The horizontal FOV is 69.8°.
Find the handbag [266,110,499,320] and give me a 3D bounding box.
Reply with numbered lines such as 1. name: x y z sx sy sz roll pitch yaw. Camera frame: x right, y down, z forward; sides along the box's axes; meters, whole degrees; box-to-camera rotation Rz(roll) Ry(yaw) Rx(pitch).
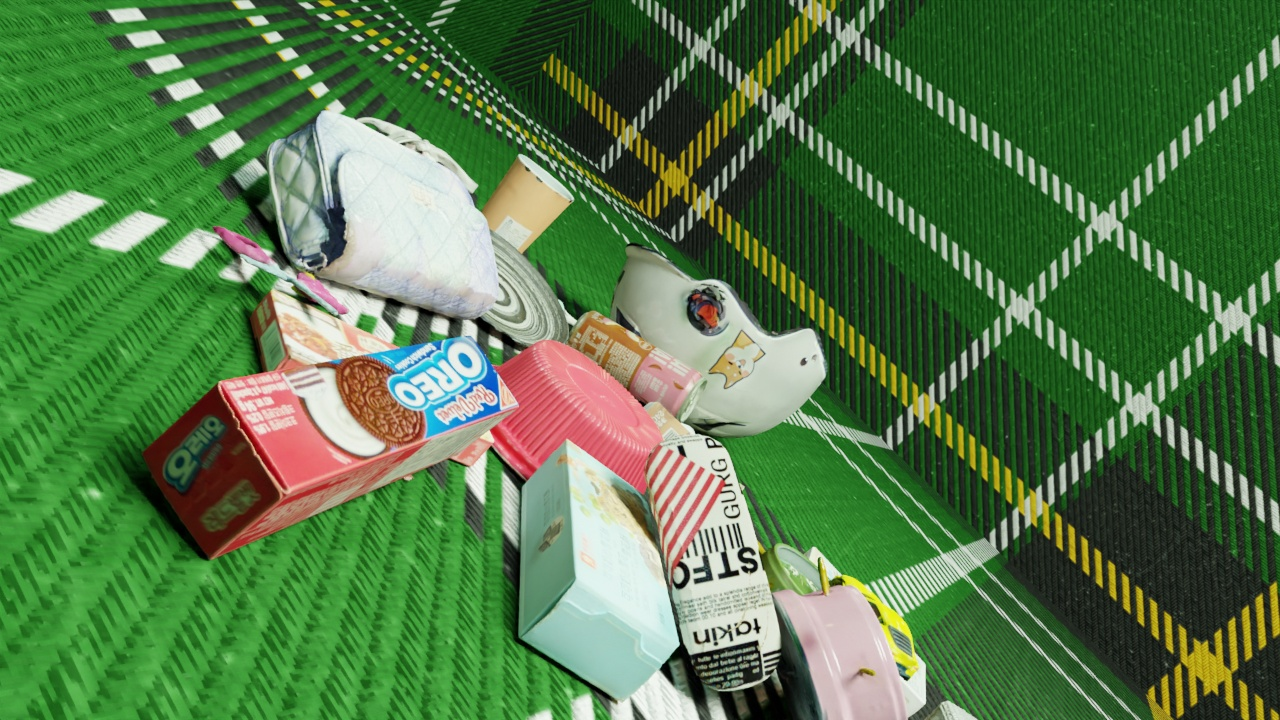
1. handbag: -0.200 -0.112 0.741 0.193 0.076 0.134 15 56 -62

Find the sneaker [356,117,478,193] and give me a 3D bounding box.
1. sneaker: -0.236 -0.181 0.895 0.118 0.088 0.240 41 12 -1

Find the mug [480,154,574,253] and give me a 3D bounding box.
1. mug: -0.142 -0.158 1.028 0.078 0.123 0.078 39 12 -10

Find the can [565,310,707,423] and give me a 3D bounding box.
1. can: -0.006 0.006 0.963 0.147 0.058 0.057 31 9 13

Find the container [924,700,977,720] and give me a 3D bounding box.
1. container: 0.239 0.315 0.643 0.114 0.090 0.090 38 12 -3

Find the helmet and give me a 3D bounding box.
1. helmet: 0.069 -0.004 1.064 0.274 0.157 0.230 29 -4 -6

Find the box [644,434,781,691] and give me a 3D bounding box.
1. box: 0.047 0.133 0.608 0.083 0.075 0.163 112 -37 -67

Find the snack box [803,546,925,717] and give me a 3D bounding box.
1. snack box: 0.205 0.253 0.865 0.157 0.027 0.084 46 17 7

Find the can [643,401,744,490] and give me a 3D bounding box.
1. can: 0.035 0.095 0.840 0.116 0.058 0.058 43 12 8

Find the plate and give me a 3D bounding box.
1. plate: -0.145 -0.074 0.920 0.179 0.024 0.179 40 23 -22

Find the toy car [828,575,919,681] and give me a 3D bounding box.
1. toy car: 0.184 0.203 0.719 0.048 0.032 0.105 36 12 -25

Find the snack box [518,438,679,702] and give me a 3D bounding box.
1. snack box: -0.030 0.120 0.561 0.074 0.052 0.174 39 12 -18

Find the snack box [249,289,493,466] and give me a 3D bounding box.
1. snack box: -0.165 0.013 0.576 0.152 0.025 0.075 30 17 -42

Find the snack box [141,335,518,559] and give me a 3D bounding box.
1. snack box: -0.138 0.033 0.458 0.057 0.058 0.207 54 19 6

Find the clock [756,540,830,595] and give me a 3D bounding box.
1. clock: 0.141 0.217 0.751 0.161 0.056 0.116 42 13 0

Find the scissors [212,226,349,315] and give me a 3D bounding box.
1. scissors: -0.229 -0.057 0.580 0.130 0.017 0.133 34 -4 3

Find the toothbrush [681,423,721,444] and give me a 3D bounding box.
1. toothbrush: 0.034 0.077 0.984 0.026 0.027 0.220 23 0 34

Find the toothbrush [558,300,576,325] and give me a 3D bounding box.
1. toothbrush: -0.117 -0.070 1.028 0.224 0.026 0.027 33 -15 -35

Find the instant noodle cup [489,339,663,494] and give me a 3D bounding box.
1. instant noodle cup: -0.048 0.050 0.729 0.194 0.066 0.193 41 12 -11

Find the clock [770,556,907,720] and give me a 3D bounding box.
1. clock: 0.130 0.219 0.616 0.117 0.060 0.159 -111 -170 -50
